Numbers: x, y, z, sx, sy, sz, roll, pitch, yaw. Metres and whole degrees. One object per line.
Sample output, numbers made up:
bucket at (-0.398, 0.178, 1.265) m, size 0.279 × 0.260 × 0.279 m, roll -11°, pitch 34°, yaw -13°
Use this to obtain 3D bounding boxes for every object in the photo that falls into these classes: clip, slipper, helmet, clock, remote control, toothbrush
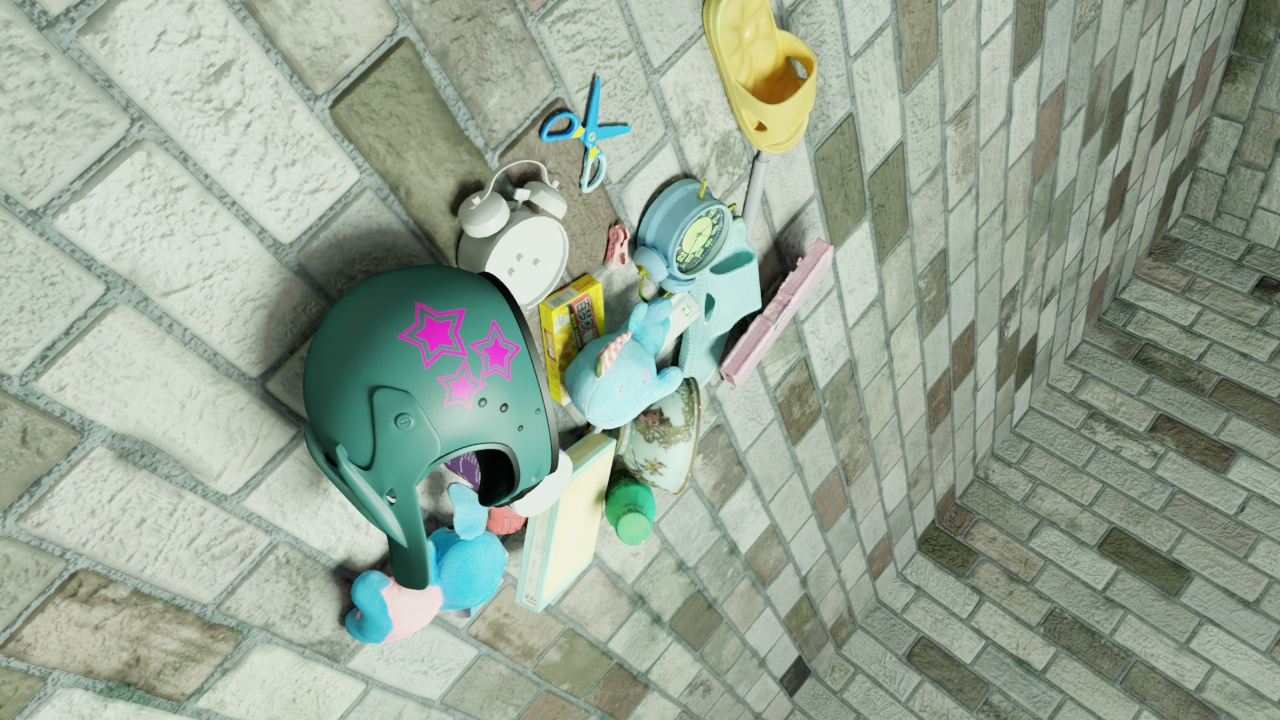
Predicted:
clip at (-0.030, -0.127, 1.055) m, size 0.045 × 0.023 × 0.060 m, roll -47°, pitch 152°, yaw -16°
slipper at (0.151, -0.326, 1.051) m, size 0.099 × 0.078 × 0.263 m, roll -50°, pitch 142°, yaw -7°
helmet at (-0.197, 0.054, 0.830) m, size 0.199 × 0.176 × 0.275 m, roll -24°, pitch 114°, yaw -25°
clock at (0.046, -0.141, 1.104) m, size 0.162 × 0.060 × 0.118 m, roll -58°, pitch 149°, yaw 11°
slipper at (0.106, -0.061, 1.236) m, size 0.115 × 0.069 × 0.277 m, roll -32°, pitch 142°, yaw -41°
remote control at (0.019, -0.033, 1.165) m, size 0.133 × 0.022 × 0.050 m, roll -44°, pitch 124°, yaw 1°
clock at (-0.123, -0.121, 0.903) m, size 0.119 × 0.061 × 0.159 m, roll -21°, pitch 135°, yaw -41°
toothbrush at (0.152, -0.230, 1.195) m, size 0.019 × 0.018 × 0.188 m, roll -34°, pitch 143°, yaw -46°

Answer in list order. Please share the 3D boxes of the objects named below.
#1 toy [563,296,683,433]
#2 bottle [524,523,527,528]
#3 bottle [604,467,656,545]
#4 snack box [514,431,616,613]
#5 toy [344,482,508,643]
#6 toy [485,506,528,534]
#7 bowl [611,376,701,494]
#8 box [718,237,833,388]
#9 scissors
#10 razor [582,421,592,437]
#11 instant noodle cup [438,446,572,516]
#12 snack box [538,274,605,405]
toy at (-0.006, 0.006, 1.080) m, size 0.180 × 0.115 × 0.184 m, roll -47°, pitch 159°, yaw -28°
bottle at (-0.109, 0.210, 1.240) m, size 0.122 × 0.033 × 0.033 m, roll 10°, pitch 111°, yaw -55°
bottle at (-0.014, 0.195, 1.215) m, size 0.068 × 0.068 × 0.209 m, roll -58°, pitch -175°, yaw 3°
snack box at (-0.093, 0.202, 1.158) m, size 0.141 × 0.044 × 0.194 m, roll -32°, pitch 139°, yaw -60°
toy at (-0.240, 0.246, 1.046) m, size 0.191 × 0.099 × 0.225 m, roll -22°, pitch 145°, yaw -33°
toy at (-0.149, 0.170, 1.132) m, size 0.132 × 0.062 × 0.092 m, roll -12°, pitch 134°, yaw -60°
bowl at (0.013, 0.093, 1.217) m, size 0.094 × 0.159 × 0.160 m, roll 9°, pitch 119°, yaw -10°
box at (0.196, -0.061, 1.326) m, size 0.232 × 0.040 × 0.179 m, roll -54°, pitch 172°, yaw 0°
scissors at (-0.053, -0.229, 0.941) m, size 0.125 × 0.013 × 0.127 m, roll -21°, pitch 138°, yaw -39°
razor at (-0.067, 0.101, 1.208) m, size 0.044 × 0.021 × 0.144 m, roll 6°, pitch 114°, yaw -34°
instant noodle cup at (-0.146, 0.112, 1.023) m, size 0.121 × 0.122 × 0.137 m, roll -23°, pitch 135°, yaw -40°
snack box at (-0.077, -0.022, 1.081) m, size 0.075 × 0.025 × 0.152 m, roll -34°, pitch 142°, yaw -29°
